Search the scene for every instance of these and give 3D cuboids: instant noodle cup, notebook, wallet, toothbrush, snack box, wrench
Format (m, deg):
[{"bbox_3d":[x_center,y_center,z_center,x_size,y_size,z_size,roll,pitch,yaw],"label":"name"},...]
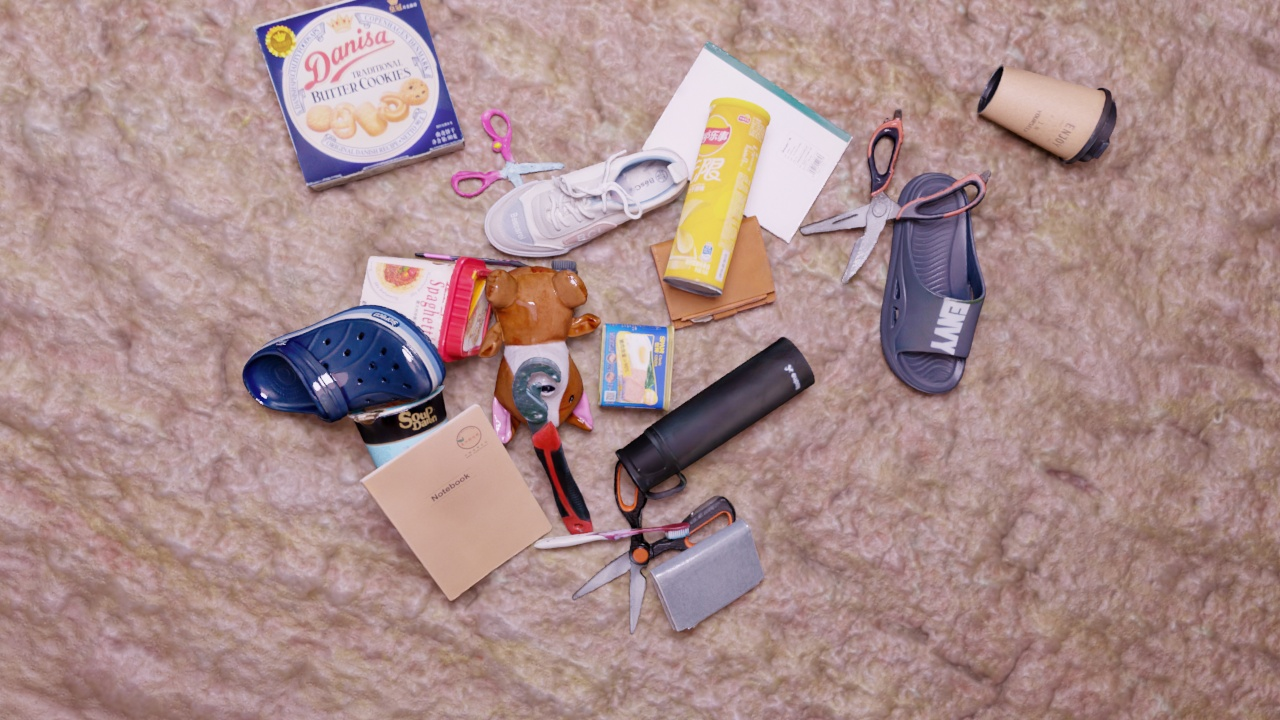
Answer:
[{"bbox_3d":[-0.260,0.097,1.036,0.111,0.111,0.120,-15,105,-5],"label":"instant noodle cup"},{"bbox_3d":[-0.200,0.164,1.033,0.147,0.008,0.208,-34,126,-14],"label":"notebook"},{"bbox_3d":[0.088,-0.103,1.085,0.132,0.031,0.108,-17,98,0],"label":"wallet"},{"bbox_3d":[0.127,-0.256,1.084,0.209,0.012,0.150,31,92,-8],"label":"notebook"},{"bbox_3d":[-0.034,0.213,1.098,0.187,0.016,0.017,-7,105,-1],"label":"toothbrush"},{"bbox_3d":[0.081,0.258,1.102,0.129,0.037,0.107,-27,122,-14],"label":"wallet"},{"bbox_3d":[-0.237,-0.065,1.020,0.124,0.116,0.116,12,95,4],"label":"instant noodle cup"},{"bbox_3d":[-0.166,-0.116,1.067,0.189,0.014,0.017,6,85,-6],"label":"toothbrush"},{"bbox_3d":[-0.308,-0.301,1.016,0.178,0.046,0.182,-18,98,-5],"label":"snack box"},{"bbox_3d":[-0.095,0.106,1.029,0.056,0.016,0.274,-5,128,6],"label":"wrench"}]

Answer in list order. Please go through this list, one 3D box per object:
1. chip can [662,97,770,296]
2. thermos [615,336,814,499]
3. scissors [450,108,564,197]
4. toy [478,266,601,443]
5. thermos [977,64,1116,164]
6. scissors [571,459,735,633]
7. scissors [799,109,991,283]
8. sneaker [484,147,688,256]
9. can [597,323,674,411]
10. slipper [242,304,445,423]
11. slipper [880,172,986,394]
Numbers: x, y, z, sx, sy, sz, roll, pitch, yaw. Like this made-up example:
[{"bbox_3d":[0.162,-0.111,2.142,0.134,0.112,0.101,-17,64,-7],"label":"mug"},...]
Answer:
[{"bbox_3d":[0.087,-0.182,1.032,0.072,0.072,0.213,15,87,-8],"label":"chip can"},{"bbox_3d":[0.091,0.073,1.082,0.242,0.068,0.090,-34,122,-5],"label":"thermos"},{"bbox_3d":[-0.157,-0.219,1.057,0.134,0.017,0.133,-30,102,-5],"label":"scissors"},{"bbox_3d":[-0.112,-0.006,1.035,0.140,0.130,0.200,-2,105,-12],"label":"toy"},{"bbox_3d":[0.479,-0.294,1.083,0.143,0.093,0.093,21,93,-1],"label":"thermos"},{"bbox_3d":[0.010,0.215,1.118,0.221,0.021,0.232,-16,96,1],"label":"scissors"},{"bbox_3d":[0.299,-0.187,1.081,0.189,0.015,0.223,20,87,16],"label":"scissors"},{"bbox_3d":[-0.058,-0.174,1.026,0.242,0.090,0.089,-20,103,0],"label":"sneaker"},{"bbox_3d":[-0.006,0.006,1.075,0.083,0.057,0.102,3,95,-4],"label":"can"},{"bbox_3d":[-0.331,0.012,0.974,0.253,0.095,0.105,-6,122,25],"label":"slipper"},{"bbox_3d":[0.351,-0.091,1.091,0.110,0.083,0.268,0,94,-4],"label":"slipper"}]
